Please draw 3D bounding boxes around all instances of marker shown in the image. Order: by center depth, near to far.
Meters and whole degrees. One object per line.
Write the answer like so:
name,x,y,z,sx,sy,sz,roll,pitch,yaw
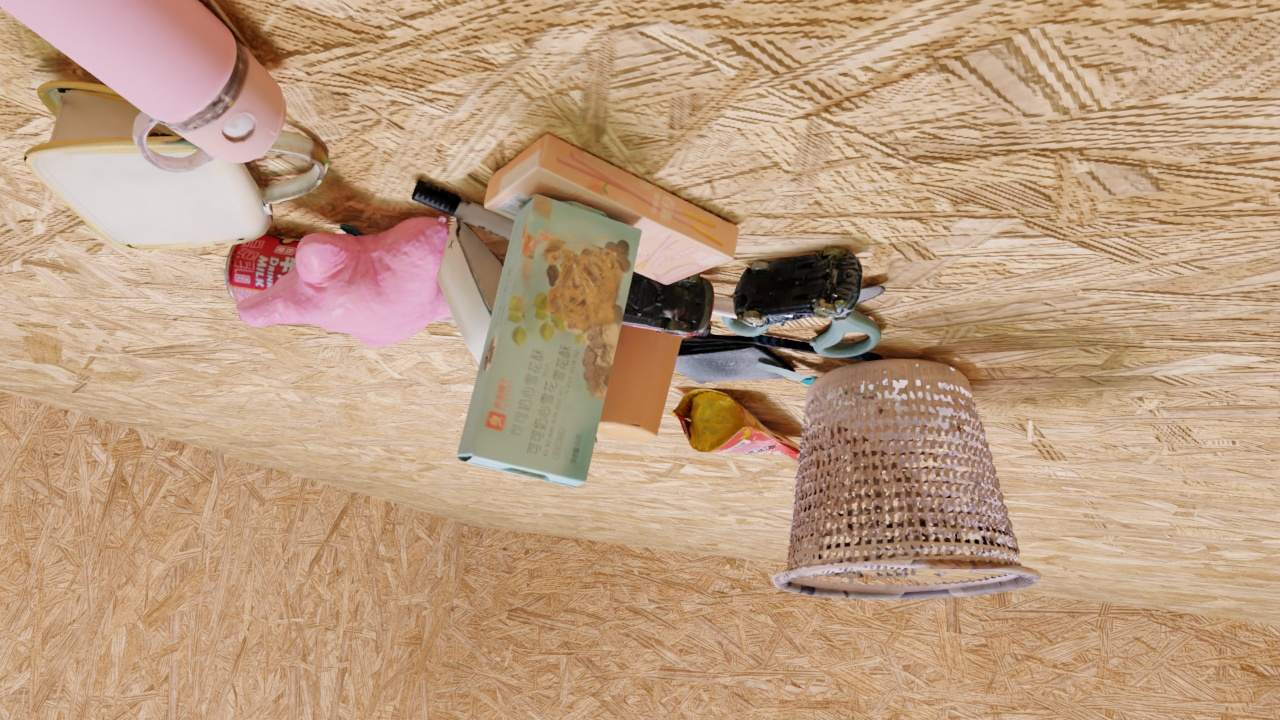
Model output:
marker,-0.108,-0.103,0.687,0.130,0.018,0.022,20,-173,-29

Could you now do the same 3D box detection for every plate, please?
plate,-0.100,-0.011,0.749,0.034,0.162,0.266,-27,161,2

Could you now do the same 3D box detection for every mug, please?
mug,-0.005,0.005,0.793,0.078,0.122,0.078,10,165,3

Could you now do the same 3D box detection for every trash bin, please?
trash bin,0.231,0.110,0.839,0.227,0.191,0.228,1,159,0

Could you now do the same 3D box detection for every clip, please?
clip,-0.239,-0.098,0.783,0.015,0.048,0.057,4,159,25

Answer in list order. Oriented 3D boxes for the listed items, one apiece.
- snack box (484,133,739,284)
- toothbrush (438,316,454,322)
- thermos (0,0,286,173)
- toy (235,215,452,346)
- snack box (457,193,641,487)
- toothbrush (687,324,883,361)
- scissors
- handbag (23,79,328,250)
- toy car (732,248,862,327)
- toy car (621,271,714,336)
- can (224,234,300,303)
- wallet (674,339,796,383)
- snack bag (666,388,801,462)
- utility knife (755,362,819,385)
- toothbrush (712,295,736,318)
snack box,-0.019,-0.098,0.628,0.157,0.026,0.085,20,161,-29
toothbrush,-0.275,-0.062,0.930,0.187,0.016,0.017,12,172,-4
thermos,-0.269,-0.167,0.462,0.067,0.087,0.198,53,-179,25
toy,-0.207,-0.063,0.754,0.179,0.074,0.194,-32,155,30
snack box,-0.058,-0.012,0.584,0.074,0.174,0.052,16,168,-20
toothbrush,0.126,-0.017,0.835,0.189,0.014,0.016,9,138,4
scissors,0.158,-0.033,0.753,0.169,0.019,0.178,21,160,-27
handbag,-0.310,-0.137,0.651,0.178,0.063,0.163,-2,166,-9
toy car,0.114,-0.050,0.666,0.106,0.048,0.031,-5,155,45
toy car,-0.002,-0.051,0.727,0.120,0.053,0.045,11,179,5
can,-0.308,-0.075,0.816,0.094,0.066,0.066,9,164,6
wallet,0.083,0.001,0.916,0.121,0.019,0.097,-3,161,35
snack bag,0.121,0.093,1.126,0.129,0.073,0.207,6,169,30
utility knife,0.200,0.026,0.918,0.209,0.013,0.029,14,161,-27
toothbrush,0.015,-0.053,0.756,0.180,0.016,0.016,11,174,17
